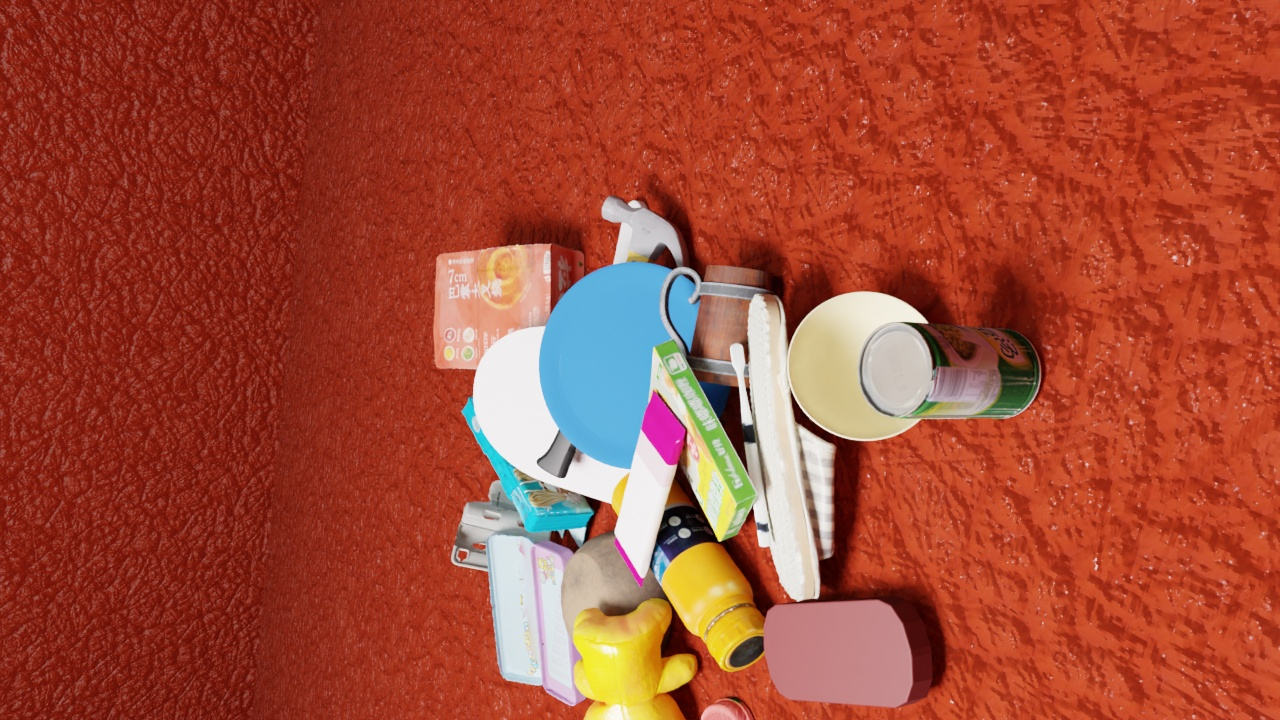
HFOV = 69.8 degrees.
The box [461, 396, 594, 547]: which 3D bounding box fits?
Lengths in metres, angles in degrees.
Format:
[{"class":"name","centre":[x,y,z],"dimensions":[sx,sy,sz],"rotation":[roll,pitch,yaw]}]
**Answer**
[{"class":"box","centre":[-0.137,0.147,1.223],"dimensions":[0.086,0.168,0.227],"rotation":[-38,52,0]}]

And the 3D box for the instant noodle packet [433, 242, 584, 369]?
[{"class":"instant noodle packet","centre":[-0.191,-0.068,1.232],"dimensions":[0.221,0.083,0.164],"rotation":[0,89,26]}]

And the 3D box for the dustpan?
[{"class":"dustpan","centre":[-0.080,0.055,1.115],"dimensions":[0.258,0.053,0.191],"rotation":[14,103,22]}]

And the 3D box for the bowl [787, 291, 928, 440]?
[{"class":"bowl","centre":[0.179,0.011,0.745],"dimensions":[0.074,0.118,0.118],"rotation":[49,-146,-75]}]

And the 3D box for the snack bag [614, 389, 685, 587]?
[{"class":"snack bag","centre":[0.008,0.130,0.914],"dimensions":[0.070,0.016,0.197],"rotation":[52,136,50]}]

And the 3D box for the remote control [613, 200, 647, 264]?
[{"class":"remote control","centre":[-0.015,-0.127,1.119],"dimensions":[0.043,0.013,0.137],"rotation":[34,117,53]}]

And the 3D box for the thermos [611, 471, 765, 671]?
[{"class":"thermos","centre":[0.056,0.211,0.947],"dimensions":[0.076,0.091,0.232],"rotation":[-47,45,8]}]

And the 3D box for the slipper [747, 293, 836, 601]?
[{"class":"slipper","centre":[0.133,0.074,0.816],"dimensions":[0.114,0.054,0.272],"rotation":[167,95,-79]}]

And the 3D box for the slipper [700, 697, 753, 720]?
[{"class":"slipper","centre":[0.090,0.459,0.886],"dimensions":[0.104,0.059,0.248],"rotation":[-40,55,49]}]

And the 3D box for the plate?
[{"class":"plate","centre":[-0.006,0.006,1.000],"dimensions":[0.225,0.024,0.224],"rotation":[0,91,21]}]

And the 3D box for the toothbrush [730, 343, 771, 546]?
[{"class":"toothbrush","centre":[0.101,0.077,0.839],"dimensions":[0.017,0.012,0.186],"rotation":[14,-112,-80]}]

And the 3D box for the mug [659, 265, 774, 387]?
[{"class":"mug","centre":[0.073,-0.035,0.900],"dimensions":[0.117,0.081,0.111],"rotation":[8,92,21]}]

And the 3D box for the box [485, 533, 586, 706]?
[{"class":"box","centre":[-0.136,0.335,1.205],"dimensions":[0.152,0.040,0.214],"rotation":[5,104,34]}]

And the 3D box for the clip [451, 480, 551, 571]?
[{"class":"clip","centre":[-0.186,0.222,1.276],"dimensions":[0.106,0.126,0.151],"rotation":[121,162,-50]}]

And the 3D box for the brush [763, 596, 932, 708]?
[{"class":"brush","centre":[0.176,0.244,0.777],"dimensions":[0.174,0.041,0.082],"rotation":[-25,68,54]}]

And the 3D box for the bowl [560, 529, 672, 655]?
[{"class":"bowl","centre":[-0.036,0.281,1.076],"dimensions":[0.162,0.070,0.162],"rotation":[-5,84,57]}]

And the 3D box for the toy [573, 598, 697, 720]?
[{"class":"toy","centre":[-0.006,0.354,0.967],"dimensions":[0.087,0.134,0.194],"rotation":[-36,-59,-81]}]

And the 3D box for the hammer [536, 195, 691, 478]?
[{"class":"hammer","centre":[-0.040,-0.016,1.042],"dimensions":[0.127,0.029,0.324],"rotation":[25,99,21]}]

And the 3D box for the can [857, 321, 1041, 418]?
[{"class":"can","centre":[0.219,0.008,0.649],"dimensions":[0.067,0.120,0.067],"rotation":[-5,84,57]}]

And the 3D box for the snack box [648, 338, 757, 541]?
[{"class":"snack box","centre":[0.054,0.079,0.881],"dimensions":[0.132,0.027,0.168],"rotation":[95,150,-64]}]
